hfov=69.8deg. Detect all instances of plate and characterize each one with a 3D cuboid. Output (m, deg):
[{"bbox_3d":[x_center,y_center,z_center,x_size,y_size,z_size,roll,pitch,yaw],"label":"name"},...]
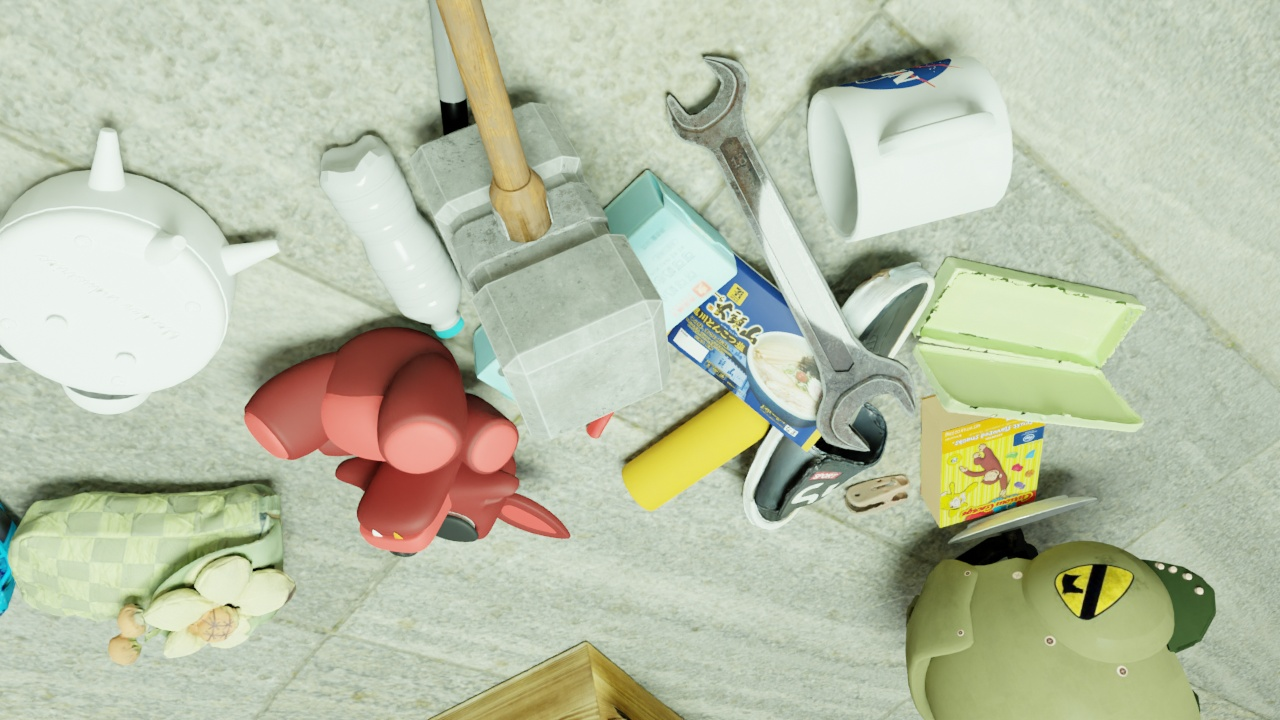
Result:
[{"bbox_3d":[0.347,0.143,0.843,0.134,0.011,0.135,-14,161,-5],"label":"plate"}]

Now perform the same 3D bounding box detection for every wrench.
[{"bbox_3d":[0.095,-0.059,0.573,0.070,0.010,0.273,-25,107,17],"label":"wrench"}]

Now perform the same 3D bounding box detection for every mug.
[{"bbox_3d":[0.159,-0.124,0.534,0.090,0.121,0.091,-14,96,-2],"label":"mug"}]

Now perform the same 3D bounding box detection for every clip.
[{"bbox_3d":[0.211,0.117,0.812,0.061,0.025,0.049,18,122,-28],"label":"clip"}]

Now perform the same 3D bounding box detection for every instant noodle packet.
[{"bbox_3d":[0.086,-0.009,0.632,0.134,0.026,0.087,39,120,9],"label":"instant noodle packet"}]

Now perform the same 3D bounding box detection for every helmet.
[{"bbox_3d":[0.348,0.255,0.794,0.233,0.255,0.250,-23,130,2],"label":"helmet"}]

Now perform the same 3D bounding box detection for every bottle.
[{"bbox_3d":[0.053,0.062,0.713,0.144,0.043,0.043,-36,128,17],"label":"bottle"},{"bbox_3d":[-0.144,-0.068,0.554,0.044,0.044,0.136,-20,131,3],"label":"bottle"}]

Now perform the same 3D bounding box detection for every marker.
[{"bbox_3d":[-0.004,0.004,0.672,0.012,0.012,0.142,16,123,-25],"label":"marker"},{"bbox_3d":[-0.105,-0.163,0.503,0.016,0.016,0.141,-5,130,-10],"label":"marker"}]

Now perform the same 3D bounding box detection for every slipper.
[{"bbox_3d":[0.153,0.048,0.692,0.111,0.063,0.264,-14,135,-42],"label":"slipper"}]

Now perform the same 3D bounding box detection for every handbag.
[{"bbox_3d":[-0.340,0.156,0.646,0.186,0.116,0.113,2,129,-18],"label":"handbag"}]

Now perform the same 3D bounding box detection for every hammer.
[{"bbox_3d":[-0.065,-0.110,0.396,0.083,0.162,0.318,-24,151,-8],"label":"hammer"}]

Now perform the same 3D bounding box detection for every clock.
[{"bbox_3d":[-0.303,-0.036,0.522,0.161,0.072,0.125,-38,128,18],"label":"clock"}]

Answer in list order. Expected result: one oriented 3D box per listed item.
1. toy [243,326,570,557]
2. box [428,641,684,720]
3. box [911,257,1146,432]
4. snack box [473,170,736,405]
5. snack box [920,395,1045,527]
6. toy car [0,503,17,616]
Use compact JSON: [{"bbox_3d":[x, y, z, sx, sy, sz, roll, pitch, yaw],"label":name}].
[{"bbox_3d":[-0.150,0.070,0.623,0.158,0.120,0.197,0,140,20],"label":"toy"},{"bbox_3d":[-0.025,0.492,0.871,0.287,0.335,0.279,-31,128,10],"label":"box"},{"bbox_3d":[0.304,-0.013,0.690,0.187,0.098,0.082,6,128,-22],"label":"box"},{"bbox_3d":[-0.026,-0.037,0.605,0.175,0.053,0.075,-39,128,20],"label":"snack box"},{"bbox_3d":[0.291,0.078,0.787,0.088,0.040,0.126,-16,131,-1],"label":"snack box"},{"bbox_3d":[-0.458,0.140,0.651,0.032,0.048,0.106,2,127,-20],"label":"toy car"}]
